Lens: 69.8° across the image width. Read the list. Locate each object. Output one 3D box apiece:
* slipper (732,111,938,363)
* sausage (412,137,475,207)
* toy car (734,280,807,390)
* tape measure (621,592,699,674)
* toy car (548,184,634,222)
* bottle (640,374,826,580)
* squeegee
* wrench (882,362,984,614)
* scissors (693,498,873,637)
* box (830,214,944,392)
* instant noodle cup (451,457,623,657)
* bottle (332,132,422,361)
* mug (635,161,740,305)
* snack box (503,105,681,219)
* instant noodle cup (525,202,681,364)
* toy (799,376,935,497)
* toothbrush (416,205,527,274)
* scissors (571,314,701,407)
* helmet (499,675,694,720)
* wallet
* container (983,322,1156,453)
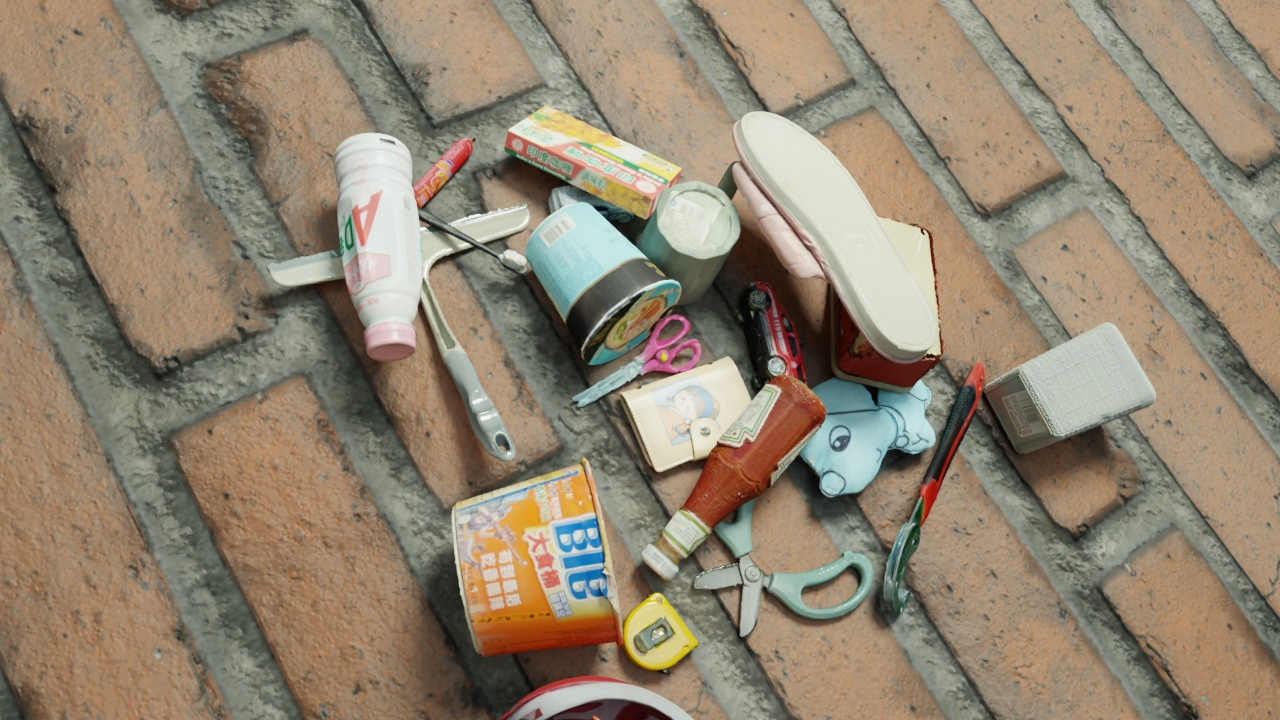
[{"bbox_3d":[0.165,-0.109,0.822,0.114,0.055,0.274,-20,70,-38],"label":"slipper"},{"bbox_3d":[-0.207,-0.161,0.873,0.020,0.020,0.155,36,68,2],"label":"sausage"},{"bbox_3d":[0.125,-0.018,0.876,0.045,0.053,0.120,-10,76,-17],"label":"toy car"},{"bbox_3d":[0.013,0.233,0.776,0.057,0.029,0.060,-34,80,-20],"label":"tape measure"},{"bbox_3d":[-0.044,-0.157,0.899,0.090,0.034,0.043,-9,70,-16],"label":"toy car"},{"bbox_3d":[0.079,0.104,0.801,0.060,0.060,0.206,41,83,4],"label":"bottle"},{"bbox_3d":[-0.165,-0.010,0.811,0.246,0.039,0.246,-19,66,-25],"label":"squeegee"},{"bbox_3d":[0.281,0.112,0.869,0.016,0.056,0.272,10,59,37],"label":"wrench"},{"bbox_3d":[0.127,0.160,0.832,0.173,0.019,0.169,0,72,-11],"label":"scissors"},{"bbox_3d":[0.236,-0.064,0.882,0.091,0.080,0.168,13,55,-8],"label":"box"},{"bbox_3d":[-0.082,0.161,0.723,0.111,0.151,0.151,-11,73,-7],"label":"instant noodle cup"},{"bbox_3d":[-0.221,-0.096,0.783,0.068,0.068,0.196,-6,68,-14],"label":"bottle"},{"bbox_3d":[0.052,-0.124,0.870,0.083,0.104,0.123,35,68,2],"label":"mug"},{"bbox_3d":[-0.045,-0.193,0.886,0.156,0.027,0.076,27,40,8],"label":"snack box"},{"bbox_3d":[-0.042,-0.076,0.839,0.111,0.111,0.120,-32,71,-20],"label":"instant noodle cup"},{"bbox_3d":[0.206,0.059,0.868,0.156,0.050,0.161,10,59,-7],"label":"toy"},{"bbox_3d":[-0.184,-0.126,0.843,0.181,0.018,0.015,27,64,4],"label":"toothbrush"},{"bbox_3d":[-0.006,0.004,0.850,0.135,0.017,0.063,-26,116,-13],"label":"scissors"},{"bbox_3d":[-0.040,0.347,0.666,0.207,0.144,0.239,25,82,-2],"label":"helmet"},{"bbox_3d":[0.049,0.052,0.852,0.115,0.024,0.087,-18,71,-18],"label":"wallet"},{"bbox_3d":[0.416,0.032,0.903,0.114,0.090,0.090,-20,76,-15],"label":"container"}]
